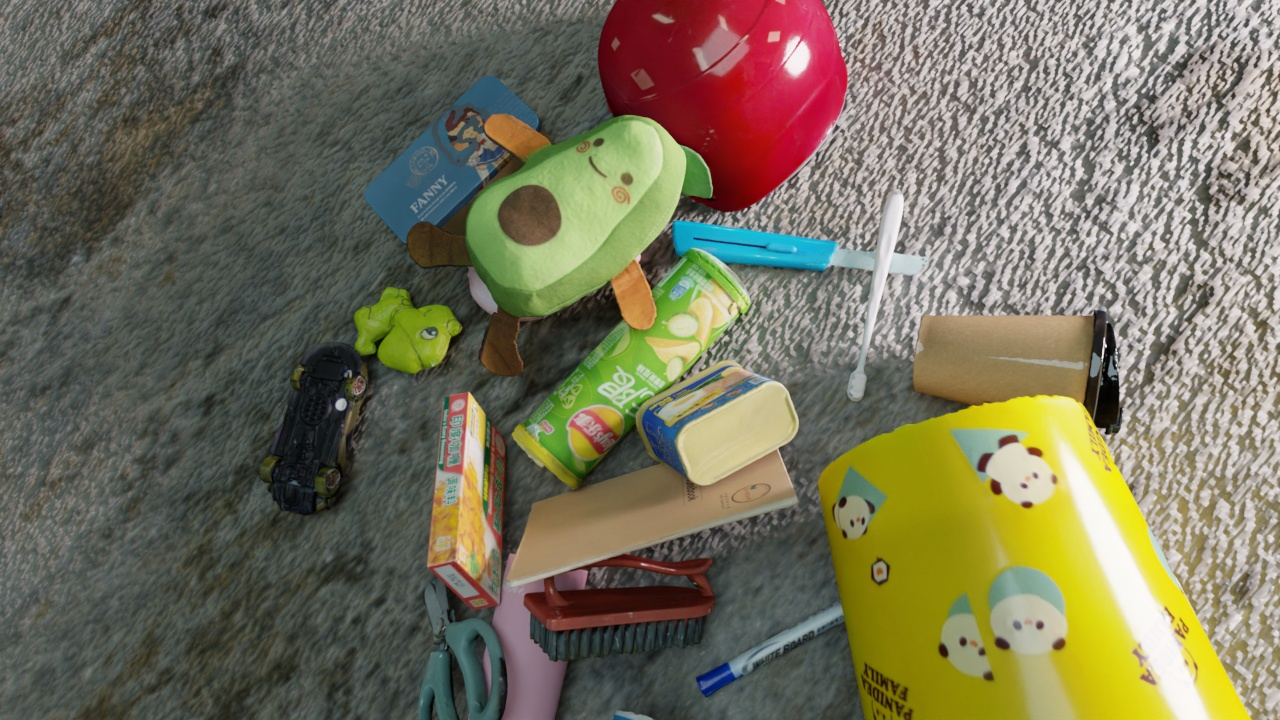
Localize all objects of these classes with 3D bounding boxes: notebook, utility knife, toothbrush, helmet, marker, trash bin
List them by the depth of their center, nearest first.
[{"bbox_3d":[0.235,0.174,0.575,0.230,0.229,0.255,-16,65,9],"label":"trash bin"},{"bbox_3d":[0.008,0.106,0.689,0.208,0.147,0.008,-18,103,6],"label":"notebook"},{"bbox_3d":[0.109,0.214,0.696,0.146,0.017,0.017,-30,69,4],"label":"marker"},{"bbox_3d":[0.192,-0.055,0.745,0.016,0.016,0.180,12,82,8],"label":"toothbrush"},{"bbox_3d":[0.131,-0.093,0.781,0.218,0.018,0.034,8,75,14],"label":"utility knife"},{"bbox_3d":[0.056,-0.266,0.786,0.240,0.144,0.207,41,88,22],"label":"helmet"}]

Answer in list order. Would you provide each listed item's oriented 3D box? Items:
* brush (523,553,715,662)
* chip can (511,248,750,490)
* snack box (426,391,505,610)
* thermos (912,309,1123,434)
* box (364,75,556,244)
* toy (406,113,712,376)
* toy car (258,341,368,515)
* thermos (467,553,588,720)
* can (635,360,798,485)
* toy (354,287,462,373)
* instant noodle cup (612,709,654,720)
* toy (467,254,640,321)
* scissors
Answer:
[{"bbox_3d":[-0.009,0.179,0.683,0.145,0.063,0.069,3,93,-25],"label":"brush"},{"bbox_3d":[-0.004,0.004,0.756,0.221,0.072,0.072,-46,69,-2],"label":"chip can"},{"bbox_3d":[-0.135,0.108,0.726,0.027,0.077,0.155,-14,49,10],"label":"snack box"},{"bbox_3d":[0.280,0.004,0.681,0.143,0.093,0.093,7,76,23],"label":"thermos"},{"bbox_3d":[-0.170,-0.172,0.855,0.184,0.061,0.090,-45,68,-4],"label":"box"},{"bbox_3d":[-0.064,-0.110,0.742,0.247,0.090,0.227,-37,82,7],"label":"toy"},{"bbox_3d":[-0.288,0.060,0.824,0.070,0.042,0.158,10,78,16],"label":"toy car"},{"bbox_3d":[-0.101,0.253,0.715,0.087,0.067,0.198,0,73,47],"label":"thermos"},{"bbox_3d":[0.058,0.047,0.704,0.102,0.083,0.057,-27,107,-13],"label":"can"},{"bbox_3d":[-0.215,-0.024,0.838,0.097,0.031,0.100,-36,65,1],"label":"toy"},{"bbox_3d":[0.002,0.315,0.656,0.099,0.099,0.109,11,69,16],"label":"instant noodle cup"},{"bbox_3d":[-0.079,-0.099,0.814,0.159,0.054,0.121,-11,80,11],"label":"toy"},{"bbox_3d":[-0.139,0.221,0.712,0.144,0.019,0.179,-47,39,28],"label":"scissors"}]
